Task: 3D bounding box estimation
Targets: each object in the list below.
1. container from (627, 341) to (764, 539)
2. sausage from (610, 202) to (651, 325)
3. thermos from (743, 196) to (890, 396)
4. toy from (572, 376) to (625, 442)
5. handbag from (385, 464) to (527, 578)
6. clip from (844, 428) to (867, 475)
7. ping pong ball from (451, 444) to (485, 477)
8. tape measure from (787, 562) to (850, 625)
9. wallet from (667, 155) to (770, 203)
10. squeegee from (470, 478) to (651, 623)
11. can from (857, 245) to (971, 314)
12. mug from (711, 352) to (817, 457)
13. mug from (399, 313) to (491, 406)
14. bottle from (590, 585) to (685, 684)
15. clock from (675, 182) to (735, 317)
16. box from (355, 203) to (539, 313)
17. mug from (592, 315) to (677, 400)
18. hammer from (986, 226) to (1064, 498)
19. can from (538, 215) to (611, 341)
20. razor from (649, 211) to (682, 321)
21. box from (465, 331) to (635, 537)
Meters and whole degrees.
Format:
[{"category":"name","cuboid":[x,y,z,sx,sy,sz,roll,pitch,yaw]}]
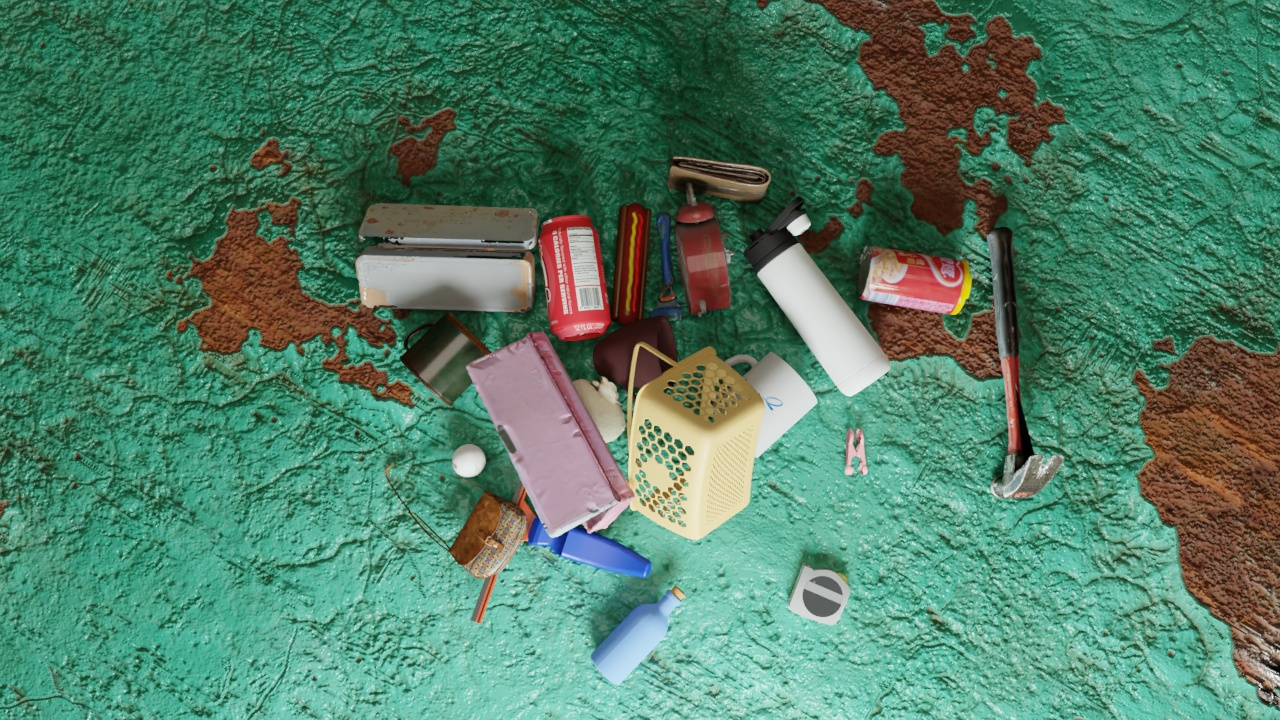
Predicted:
[{"category":"container","cuboid":[0.040,0.086,1.032,0.129,0.184,0.167,-28,47,-35]},{"category":"sausage","cuboid":[-0.012,-0.119,1.134,0.040,0.040,0.155,4,84,1]},{"category":"thermos","cuboid":[0.221,-0.076,1.106,0.101,0.068,0.230,-38,83,22]},{"category":"toy","cuboid":[-0.055,0.059,1.108,0.087,0.050,0.112,45,116,8]},{"category":"handbag","cuboid":[-0.230,0.176,1.094,0.196,0.043,0.093,30,88,17]},{"category":"clip","cuboid":[0.257,0.113,1.117,0.044,0.023,0.060,-22,90,-3]},{"category":"ping pong ball","cuboid":[-0.208,0.122,1.112,0.040,0.040,0.040,0,84,1]},{"category":"tape measure","cuboid":[0.214,0.280,1.101,0.065,0.017,0.064,22,85,3]},{"category":"wallet","cuboid":[0.094,-0.217,1.113,0.121,0.098,0.027,9,86,2]},{"category":"squeegee","cuboid":[-0.074,0.219,1.091,0.185,0.055,0.249,16,82,18]},{"category":"can","cuboid":[0.329,-0.097,1.113,0.124,0.067,0.066,9,84,2]},{"category":"mug","cuboid":[0.135,0.042,1.102,0.096,0.083,0.119,-42,58,-4]},{"category":"mug","cuboid":[-0.239,-0.011,1.110,0.081,0.085,0.111,-46,62,-6]},{"category":"bottle","cuboid":[0.002,0.319,1.085,0.048,0.048,0.131,44,86,5]},{"category":"clock","cuboid":[0.077,-0.134,1.097,0.062,0.110,0.157,-10,90,1]},{"category":"box","cuboid":[-0.235,-0.129,1.140,0.217,0.095,0.115,2,115,1]},{"category":"mug","cuboid":[-0.007,0.006,1.110,0.088,0.086,0.114,-7,112,17]},{"category":"hammer","cuboid":[0.441,-0.004,1.086,0.036,0.140,0.325,1,76,1]},{"category":"can","cuboid":[-0.080,-0.099,1.115,0.074,0.074,0.142,-9,84,0]},{"category":"razor","cuboid":[0.033,-0.117,1.144,0.044,0.018,0.141,-5,81,26]},{"category":"box","cuboid":[-0.114,0.088,1.044,0.106,0.100,0.232,-15,67,-37]}]
